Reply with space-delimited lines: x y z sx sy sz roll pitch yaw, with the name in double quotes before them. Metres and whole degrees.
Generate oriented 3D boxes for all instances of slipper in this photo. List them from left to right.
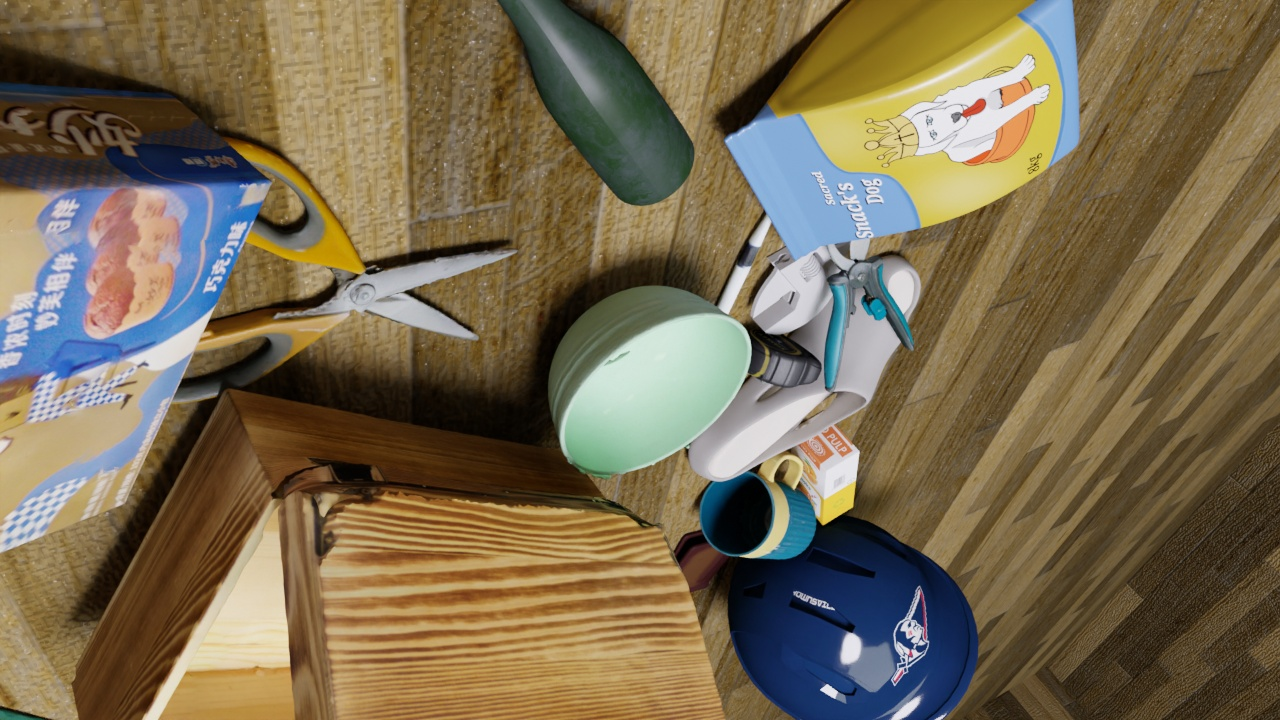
"slipper" 0.159 0.029 0.812 0.266 0.080 0.113 -43 142 9

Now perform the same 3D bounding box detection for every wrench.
"wrench" 0.191 -0.124 0.720 0.273 0.018 0.086 -44 144 8

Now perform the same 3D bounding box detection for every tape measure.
"tape measure" 0.108 -0.001 0.750 0.061 0.062 0.034 3 115 -39

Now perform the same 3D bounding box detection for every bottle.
"bottle" -0.030 -0.148 0.471 0.055 0.055 0.174 -41 144 5

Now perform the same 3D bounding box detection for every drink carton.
"drink carton" 0.189 0.111 0.950 0.040 0.058 0.123 -28 144 -12

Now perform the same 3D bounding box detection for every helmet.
"helmet" 0.227 0.285 1.005 0.231 0.272 0.223 -61 156 -22

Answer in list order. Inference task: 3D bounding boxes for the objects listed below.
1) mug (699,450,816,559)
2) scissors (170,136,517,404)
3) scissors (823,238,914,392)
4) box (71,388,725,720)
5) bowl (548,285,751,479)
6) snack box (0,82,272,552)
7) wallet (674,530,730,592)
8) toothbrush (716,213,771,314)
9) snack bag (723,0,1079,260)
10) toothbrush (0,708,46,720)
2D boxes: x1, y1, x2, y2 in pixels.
"mug" 0.128 0.145 0.925 0.107 0.083 0.113 22 95 -51
"scissors" -0.179 -0.032 0.507 0.217 0.016 0.225 -43 145 9
"scissors" 0.171 -0.038 0.728 0.154 0.019 0.124 36 93 -33
"box" -0.102 0.192 0.527 0.278 0.323 0.284 18 110 -46
"bowl" -0.004 0.004 0.645 0.150 0.077 0.151 -23 142 -19
"snack box" -0.262 -0.006 0.367 0.203 0.069 0.154 -54 169 23
"wallet" 0.061 0.226 1.011 0.091 0.018 0.116 -6 137 -37
"toothbrush" 0.074 -0.071 0.685 0.017 0.012 0.187 3 130 -25
"snack bag" 0.169 -0.157 0.601 0.205 0.102 0.159 -31 146 11
"toothbrush" -0.426 0.237 0.602 0.016 0.017 0.190 -35 145 -3
